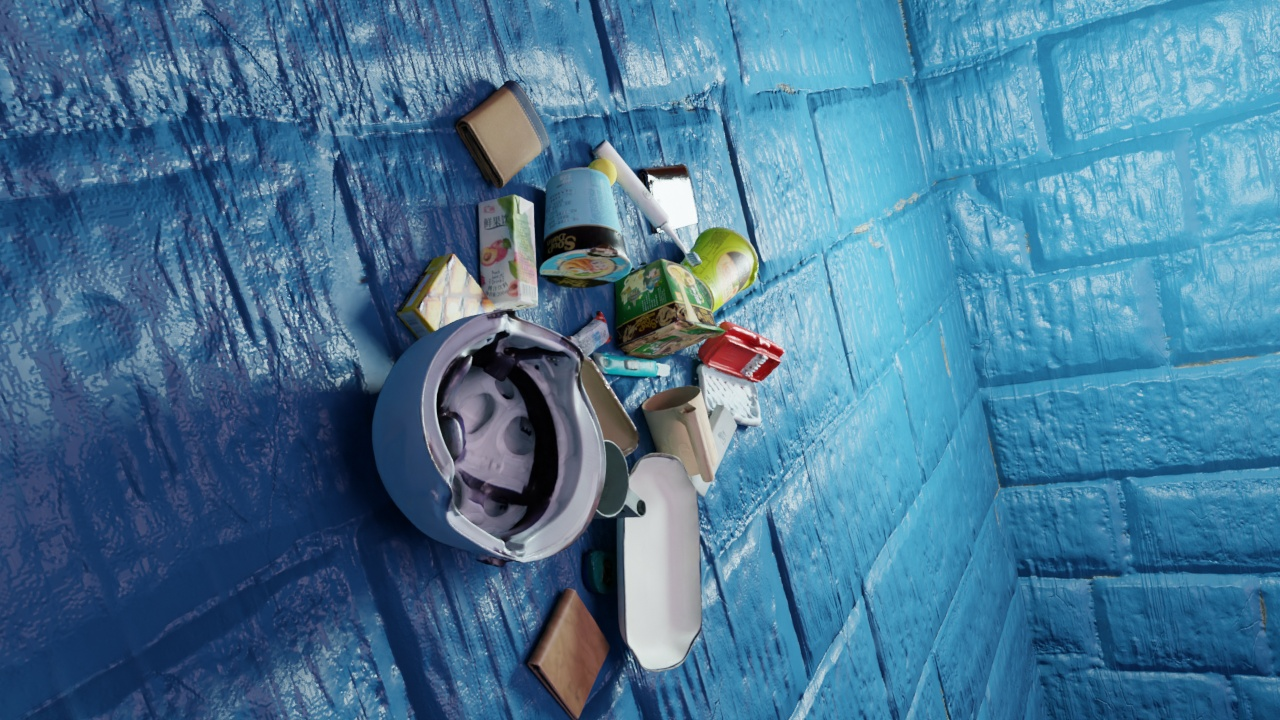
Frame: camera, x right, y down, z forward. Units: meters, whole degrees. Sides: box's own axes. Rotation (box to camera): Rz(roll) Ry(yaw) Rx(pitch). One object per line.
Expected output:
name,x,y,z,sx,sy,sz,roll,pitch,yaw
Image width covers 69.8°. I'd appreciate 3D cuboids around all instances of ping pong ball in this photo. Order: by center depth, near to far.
ping pong ball,-0.052,-0.246,1.212,0.040,0.040,0.040,20,66,-54

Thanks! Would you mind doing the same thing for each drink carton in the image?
drink carton,-0.146,-0.118,1.020,0.045,0.054,0.122,13,72,-60

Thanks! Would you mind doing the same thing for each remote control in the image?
remote control,0.102,0.133,1.352,0.134,0.019,0.056,-62,140,-27

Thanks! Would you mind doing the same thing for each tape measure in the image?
tape measure,-0.046,0.255,1.112,0.058,0.025,0.054,19,66,-54

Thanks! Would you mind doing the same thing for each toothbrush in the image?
toothbrush,0.012,-0.212,1.269,0.221,0.026,0.026,48,55,-21

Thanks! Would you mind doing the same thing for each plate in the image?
plate,0.017,0.250,1.150,0.161,0.034,0.265,9,76,-52

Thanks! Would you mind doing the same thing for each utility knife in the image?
utility knife,-0.007,0.007,1.243,0.184,0.013,0.029,6,78,-57

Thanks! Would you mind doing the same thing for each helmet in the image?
helmet,-0.155,0.077,0.873,0.258,0.146,0.228,42,54,-52

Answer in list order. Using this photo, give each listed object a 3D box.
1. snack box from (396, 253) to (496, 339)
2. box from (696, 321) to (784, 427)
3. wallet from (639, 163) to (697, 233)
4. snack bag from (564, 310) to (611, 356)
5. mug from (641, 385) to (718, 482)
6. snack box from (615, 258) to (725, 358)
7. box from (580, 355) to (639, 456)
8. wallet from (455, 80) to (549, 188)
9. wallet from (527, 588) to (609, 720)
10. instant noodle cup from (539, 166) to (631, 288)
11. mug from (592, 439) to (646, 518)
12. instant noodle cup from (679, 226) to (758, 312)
snack box,-0.184,-0.031,0.960,0.140,0.034,0.086,58,40,-35
box,0.153,0.024,1.451,0.201,0.069,0.157,17,91,-56
wallet,0.043,-0.245,1.382,0.122,0.020,0.096,-25,103,-55
snack bag,-0.066,-0.025,1.148,0.105,0.026,0.045,-42,126,-52
mug,0.062,0.101,1.237,0.084,0.125,0.103,-21,106,-13
snack box,0.031,-0.072,1.243,0.117,0.118,0.105,8,65,-56
box,-0.055,0.077,1.092,0.086,0.075,0.162,-108,171,-56
wallet,-0.157,-0.262,1.061,0.090,0.033,0.115,60,39,-25
wallet,-0.079,0.336,1.048,0.115,0.020,0.101,62,38,-32
instant noodle cup,-0.070,-0.164,1.113,0.111,0.111,0.120,20,60,-54
mug,-0.067,0.146,1.032,0.124,0.104,0.083,49,44,-41
instant noodle cup,0.101,-0.122,1.368,0.123,0.112,0.112,-47,122,-42
